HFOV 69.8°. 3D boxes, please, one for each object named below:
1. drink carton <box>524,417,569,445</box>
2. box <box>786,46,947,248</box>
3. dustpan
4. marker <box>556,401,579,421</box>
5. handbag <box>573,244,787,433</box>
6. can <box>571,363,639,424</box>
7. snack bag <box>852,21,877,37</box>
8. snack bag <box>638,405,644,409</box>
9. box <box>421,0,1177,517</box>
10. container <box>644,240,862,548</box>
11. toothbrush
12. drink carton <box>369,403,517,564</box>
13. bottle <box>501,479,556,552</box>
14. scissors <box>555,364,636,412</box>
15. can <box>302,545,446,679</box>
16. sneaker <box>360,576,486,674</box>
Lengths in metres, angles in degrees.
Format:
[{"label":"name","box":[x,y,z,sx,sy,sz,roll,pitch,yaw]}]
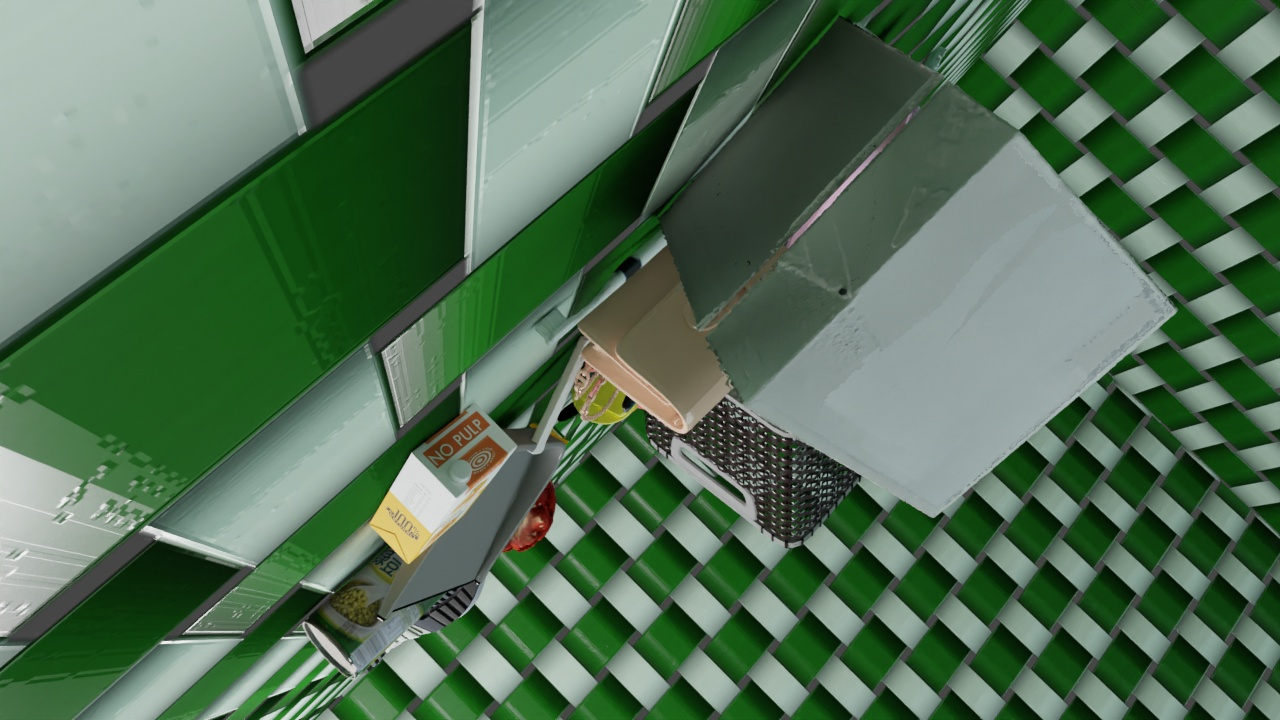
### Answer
[{"label":"drink carton","box":[-0.125,0.104,0.946,0.058,0.041,0.122,-46,176,18]},{"label":"box","box":[0.188,-0.166,0.799,0.153,0.041,0.202,-63,-179,-31]},{"label":"dustpan","box":[-0.109,0.092,0.761,0.258,0.033,0.163,-64,163,5]},{"label":"marker","box":[-0.051,0.035,1.076,0.139,0.016,0.022,-36,162,26]},{"label":"handbag","box":[0.054,-0.013,0.726,0.198,0.116,0.187,-44,159,-19]},{"label":"can","box":[-0.031,0.029,0.956,0.068,0.067,0.105,-45,177,5]},{"label":"snack bag","box":[0.148,-0.196,0.687,0.078,0.041,0.224,-49,174,17]},{"label":"snack bag","box":[0.038,-0.011,1.192,0.176,0.082,0.082,-44,176,-16]},{"label":"box","box":[0.052,-0.125,0.493,0.167,0.446,0.164,-47,165,18]},{"label":"container","box":[0.155,0.014,1.038,0.245,0.247,0.244,-44,152,-19]},{"label":"toothbrush","box":[-0.005,-0.067,0.605,0.186,0.017,0.012,-45,180,-35]},{"label":"drink carton","box":[-0.134,0.083,0.618,0.058,0.040,0.123,-42,175,-42]},{"label":"bottle","box":[-0.147,0.165,1.045,0.099,0.099,0.111,-46,-172,14]},{"label":"scissors","box":[-0.005,0.005,0.859,0.148,0.019,0.118,-24,-148,-11]},{"label":"can","box":[-0.225,0.210,0.801,0.120,0.067,0.067,-42,175,-35]},{"label":"sneaker","box":[-0.227,0.229,0.958,0.240,0.089,0.124,-37,-175,27]}]
